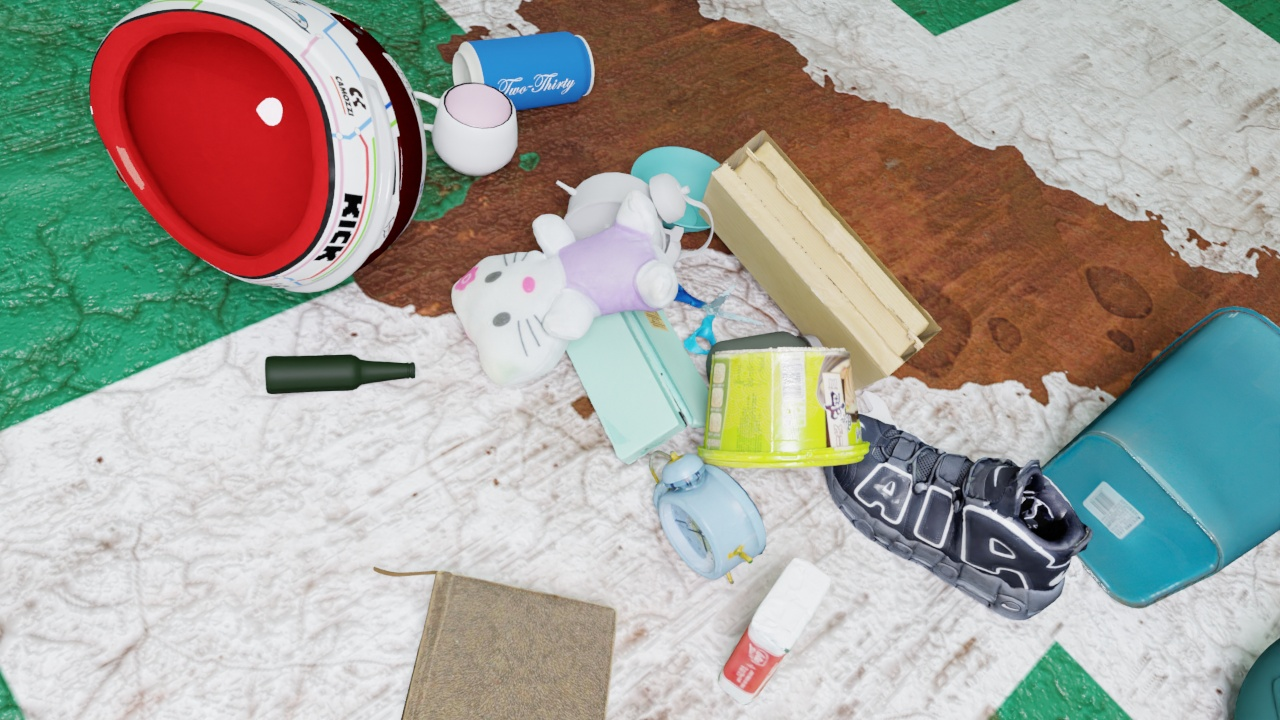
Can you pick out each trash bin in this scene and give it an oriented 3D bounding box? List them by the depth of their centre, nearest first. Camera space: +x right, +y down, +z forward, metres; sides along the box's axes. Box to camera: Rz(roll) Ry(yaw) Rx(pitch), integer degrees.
[{"bbox_3d":[0.512,0.100,0.864,0.218,0.200,0.196,-27,66,-23],"label":"trash bin"}]

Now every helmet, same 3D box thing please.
[{"bbox_3d":[0.578,0.333,0.704,0.176,0.201,0.274,53,26,-31],"label":"helmet"},{"bbox_3d":[-0.303,-0.191,0.799,0.314,0.231,0.235,35,19,14],"label":"helmet"}]

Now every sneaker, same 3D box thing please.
[{"bbox_3d":[0.277,0.113,0.801,0.252,0.151,0.097,35,54,12],"label":"sneaker"}]

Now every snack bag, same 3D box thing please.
[{"bbox_3d":[0.101,0.209,0.705,0.036,0.116,0.076,33,52,16],"label":"snack bag"}]

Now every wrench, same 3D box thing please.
[{"bbox_3d":[0.311,0.120,0.895,0.273,0.009,0.047,39,54,13],"label":"wrench"}]

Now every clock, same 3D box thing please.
[{"bbox_3d":[0.049,0.125,0.766,0.051,0.089,0.124,-30,70,-25],"label":"clock"},{"bbox_3d":[-0.006,-0.131,0.918,0.159,0.120,0.061,4,48,0],"label":"clock"}]

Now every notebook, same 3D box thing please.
[{"bbox_3d":[-0.118,0.257,0.647,0.190,0.035,0.214,16,53,-10],"label":"notebook"}]

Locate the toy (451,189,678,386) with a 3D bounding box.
[{"bbox_3d":[-0.069,-0.064,0.830,0.209,0.085,0.137,-23,65,14],"label":"toy"}]

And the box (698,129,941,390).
[{"bbox_3d":[0.171,-0.096,0.892,0.091,0.128,0.249,-40,84,-10],"label":"box"}]

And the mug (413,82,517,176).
[{"bbox_3d":[-0.190,-0.245,0.968,0.124,0.076,0.090,19,52,-2],"label":"mug"}]

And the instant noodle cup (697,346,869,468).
[{"bbox_3d":[0.121,0.039,0.791,0.146,0.146,0.098,-1,88,-17],"label":"instant noodle cup"}]

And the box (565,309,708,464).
[{"bbox_3d":[-0.006,0.003,0.874,0.112,0.078,0.187,3,50,-50],"label":"box"}]

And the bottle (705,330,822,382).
[{"bbox_3d":[0.122,0.003,0.891,0.108,0.060,0.060,-10,59,-22],"label":"bottle"}]

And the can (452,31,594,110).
[{"bbox_3d":[-0.133,-0.326,1.041,0.145,0.079,0.079,-16,61,-26],"label":"can"}]

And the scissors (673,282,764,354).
[{"bbox_3d":[0.064,-0.056,0.938,0.127,0.014,0.127,38,47,8],"label":"scissors"}]

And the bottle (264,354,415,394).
[{"bbox_3d":[-0.258,0.011,0.793,0.122,0.033,0.033,-2,56,-18],"label":"bottle"}]

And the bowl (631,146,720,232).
[{"bbox_3d":[0.044,-0.175,1.005,0.121,0.046,0.121,8,54,-11],"label":"bowl"}]
